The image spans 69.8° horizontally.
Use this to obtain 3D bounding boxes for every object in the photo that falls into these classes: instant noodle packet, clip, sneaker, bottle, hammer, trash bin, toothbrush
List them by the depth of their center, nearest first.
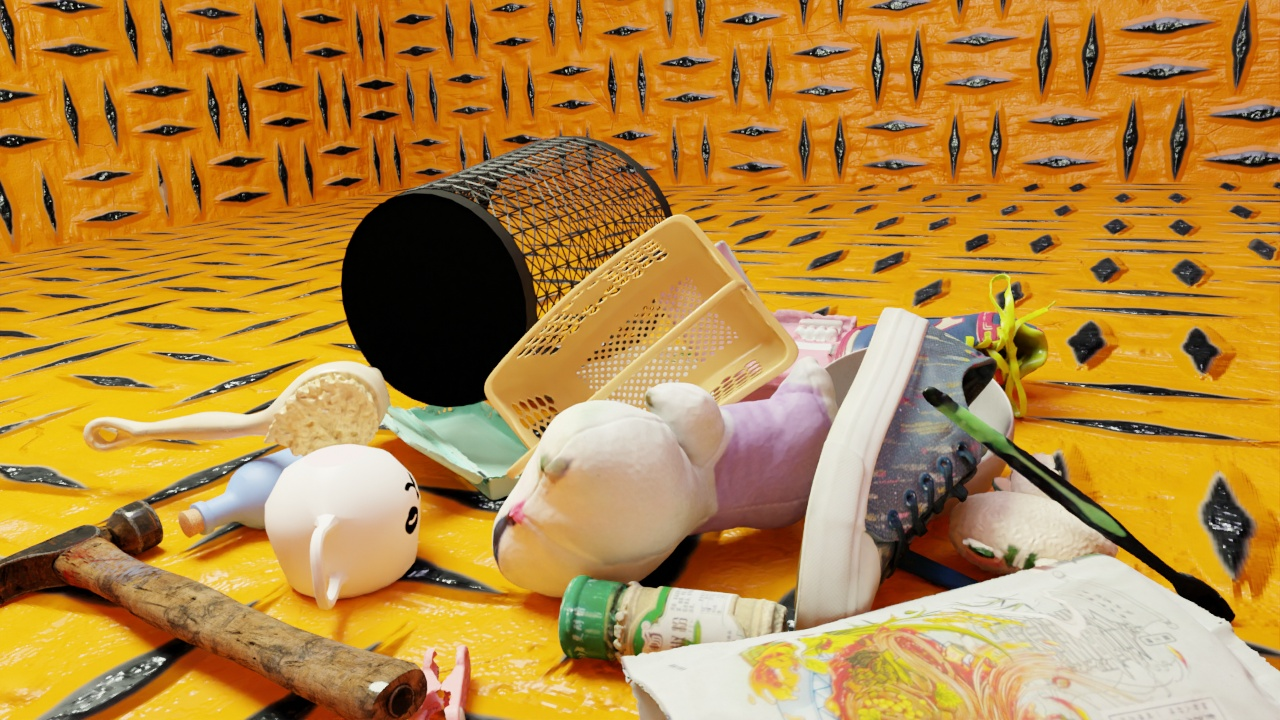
[{"bbox_3d":[0.137,0.139,0.367,0.269,0.057,0.146,-7,30,-15],"label":"instant noodle packet"},{"bbox_3d":[-0.085,0.155,0.428,0.041,0.023,0.059,0,22,3],"label":"clip"},{"bbox_3d":[0.016,0.132,0.451,0.110,0.043,0.042,3,17,16],"label":"bottle"},{"bbox_3d":[0.226,0.073,0.480,0.188,0.014,0.017,38,13,9],"label":"toothbrush"},{"bbox_3d":[-0.241,0.137,0.482,0.331,0.033,0.119,5,22,36],"label":"hammer"},{"bbox_3d":[0.187,0.122,0.490,0.016,0.017,0.190,-15,20,-35],"label":"toothbrush"},{"bbox_3d":[0.145,0.058,0.502,0.079,0.088,0.234,14,47,19],"label":"sneaker"},{"bbox_3d":[-0.253,0.089,0.637,0.048,0.048,0.130,9,21,37],"label":"bottle"},{"bbox_3d":[0.249,-0.005,0.734,0.241,0.116,0.091,-10,7,-43],"label":"sneaker"},{"bbox_3d":[-0.109,-0.074,0.781,0.217,0.217,0.242,3,17,22],"label":"trash bin"}]

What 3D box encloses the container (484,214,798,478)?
[{"bbox_3d":[-0.004,0.003,0.608,0.183,0.129,0.166,-40,-3,12],"label":"container"}]

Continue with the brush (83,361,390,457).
[{"bbox_3d":[-0.293,0.044,0.642,0.273,0.062,0.077,-7,8,22],"label":"brush"}]

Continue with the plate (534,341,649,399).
[{"bbox_3d":[-0.061,0.013,0.910,0.173,0.019,0.172,-3,16,1],"label":"plate"}]

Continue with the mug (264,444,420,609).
[{"bbox_3d":[-0.178,0.098,0.542,0.090,0.076,0.123,-5,16,-5],"label":"mug"}]

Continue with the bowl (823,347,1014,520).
[{"bbox_3d":[0.175,0.054,0.612,0.132,0.064,0.131,-6,39,5],"label":"bowl"}]

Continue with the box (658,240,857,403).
[{"bbox_3d":[0.101,-0.021,0.792,0.173,0.075,0.232,31,24,9],"label":"box"}]

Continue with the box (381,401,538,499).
[{"bbox_3d":[-0.154,0.058,0.721,0.137,0.056,0.187,7,8,-32],"label":"box"}]

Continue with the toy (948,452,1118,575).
[{"bbox_3d":[0.219,0.095,0.514,0.087,0.050,0.112,6,20,22],"label":"toy"}]

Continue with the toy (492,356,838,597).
[{"bbox_3d":[0.021,0.074,0.532,0.208,0.138,0.085,-11,50,-29],"label":"toy"}]

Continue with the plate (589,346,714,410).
[{"bbox_3d":[0.071,0.031,0.797,0.229,0.030,0.229,-1,17,0],"label":"plate"}]
